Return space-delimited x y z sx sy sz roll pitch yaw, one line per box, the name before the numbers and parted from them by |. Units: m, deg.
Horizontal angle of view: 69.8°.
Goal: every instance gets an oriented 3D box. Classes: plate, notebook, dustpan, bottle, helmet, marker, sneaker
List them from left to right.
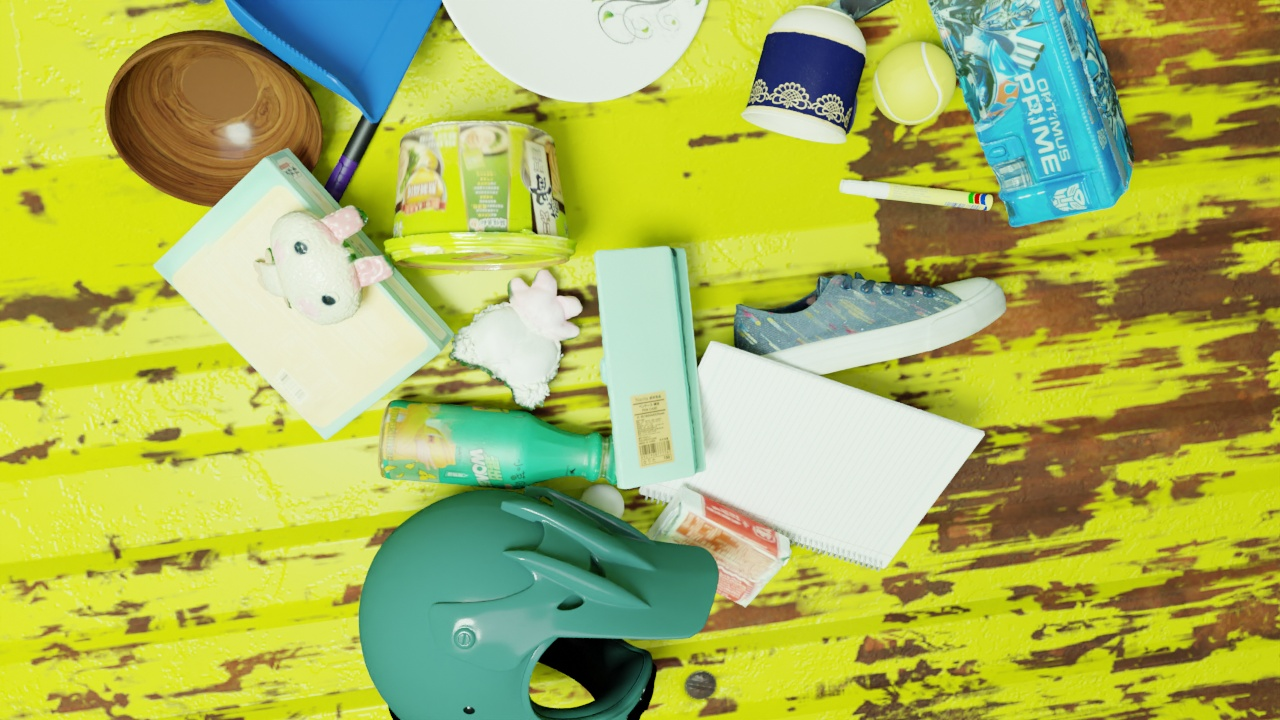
dustpan | -0.265 -0.327 0.663 0.257 0.060 0.245 20 73 1
marker | -0.230 -0.177 0.745 0.015 0.018 0.134 31 98 10
bottle | -0.112 0.076 0.781 0.209 0.068 0.068 6 101 -6
helmet | -0.088 0.202 0.745 0.275 0.176 0.200 12 114 -1
plate | -0.053 -0.318 0.712 0.229 0.030 0.229 -4 101 -21
notebook | 0.142 0.092 0.797 0.245 0.013 0.178 18 124 -8
sneaker | 0.189 -0.041 0.776 0.235 0.087 0.079 -15 97 2
marker | 0.238 -0.143 0.792 0.132 0.014 0.014 5 101 -6

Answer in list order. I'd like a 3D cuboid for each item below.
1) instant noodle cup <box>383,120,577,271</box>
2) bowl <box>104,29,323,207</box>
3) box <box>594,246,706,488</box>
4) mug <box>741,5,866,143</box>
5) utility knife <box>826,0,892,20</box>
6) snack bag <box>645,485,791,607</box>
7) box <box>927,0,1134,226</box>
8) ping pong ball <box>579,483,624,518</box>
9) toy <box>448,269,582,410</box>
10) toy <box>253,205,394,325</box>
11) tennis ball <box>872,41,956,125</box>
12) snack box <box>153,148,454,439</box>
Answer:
instant noodle cup | -0.123 -0.124 0.707 0.146 0.146 0.098 -1 91 -5
bowl | -0.321 -0.194 0.700 0.147 0.068 0.147 -11 142 -9
box | -0.006 0.004 0.737 0.092 0.077 0.188 -6 92 -38
mug | 0.144 -0.228 0.740 0.111 0.086 0.089 8 100 -42
utility knife | 0.231 -0.324 0.752 0.172 0.020 0.029 -28 102 0
snack bag | 0.066 0.167 0.819 0.116 0.036 0.077 27 119 -11
box | 0.329 -0.248 0.756 0.115 0.094 0.243 -42 112 -37
ping pong ball | -0.035 0.129 0.812 0.040 0.040 0.040 -1 101 -5
toy | -0.097 -0.023 0.777 0.095 0.041 0.109 38 90 -11
toy | -0.240 -0.067 0.673 0.112 0.050 0.087 -17 110 7
tennis ball | 0.223 -0.226 0.747 0.065 0.065 0.065 -1 101 -5
snack box | -0.266 -0.047 0.732 0.142 0.044 0.193 -35 105 20
